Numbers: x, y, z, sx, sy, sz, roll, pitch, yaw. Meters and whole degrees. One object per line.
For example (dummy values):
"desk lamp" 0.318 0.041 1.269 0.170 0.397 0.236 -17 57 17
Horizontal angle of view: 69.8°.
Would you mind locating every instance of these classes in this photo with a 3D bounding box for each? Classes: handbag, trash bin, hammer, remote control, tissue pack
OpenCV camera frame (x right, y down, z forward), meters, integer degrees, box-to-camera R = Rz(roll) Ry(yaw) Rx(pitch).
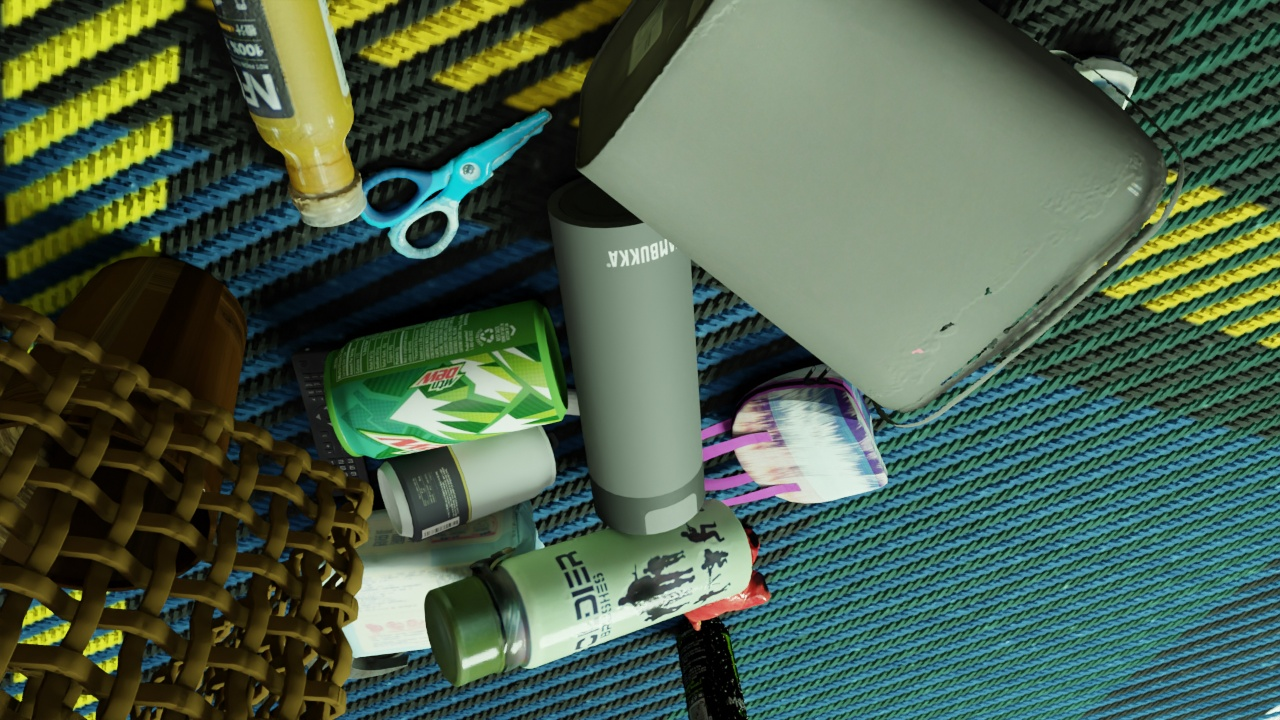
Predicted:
"handbag" 0.095 0.073 0.714 0.170 0.067 0.144 -20 131 16
"trash bin" 0.100 -0.119 0.473 0.220 0.197 0.198 29 121 -22
"hammer" -0.193 0.182 0.776 0.111 0.028 0.301 31 119 -28
"remote control" -0.222 0.045 0.666 0.032 0.015 0.137 -4 127 -6
"tissue pack" -0.162 0.165 0.706 0.182 0.069 0.112 -7 128 1

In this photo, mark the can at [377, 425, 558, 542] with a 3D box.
"can" -0.118 0.080 0.659 0.127 0.064 0.064 -18 135 -26

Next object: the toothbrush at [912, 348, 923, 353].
"toothbrush" 0.173 -0.029 0.663 0.135 0.016 0.022 26 125 -26

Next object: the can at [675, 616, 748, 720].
"can" 0.066 0.302 0.843 0.054 0.137 0.054 -4 130 -5

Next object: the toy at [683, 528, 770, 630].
"toy" 0.034 0.178 0.778 0.133 0.088 0.094 32 129 -29

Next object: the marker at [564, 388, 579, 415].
"marker" -0.066 0.029 0.673 0.145 0.019 0.019 7 128 -14

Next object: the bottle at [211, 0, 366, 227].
"bottle" -0.184 -0.158 0.477 0.053 0.053 0.186 -6 130 -4

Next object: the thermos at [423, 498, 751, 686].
"thermos" -0.037 0.159 0.652 0.231 0.082 0.082 -12 134 -28

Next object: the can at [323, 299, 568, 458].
"can" -0.126 0.014 0.609 0.144 0.083 0.083 -12 130 1

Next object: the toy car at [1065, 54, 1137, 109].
"toy car" 0.272 -0.138 0.578 0.048 0.033 0.106 1 130 -12

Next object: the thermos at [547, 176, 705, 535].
"thermos" -0.004 0.004 0.604 0.082 0.082 0.241 -8 124 -3

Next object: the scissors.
"scissors" -0.108 -0.112 0.555 0.135 0.015 0.066 -29 126 18

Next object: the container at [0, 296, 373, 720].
"container" -0.288 0.155 0.396 0.252 0.213 0.219 -39 125 22

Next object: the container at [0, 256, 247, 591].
"container" -0.301 0.027 0.538 0.132 0.167 0.132 -4 130 -5
